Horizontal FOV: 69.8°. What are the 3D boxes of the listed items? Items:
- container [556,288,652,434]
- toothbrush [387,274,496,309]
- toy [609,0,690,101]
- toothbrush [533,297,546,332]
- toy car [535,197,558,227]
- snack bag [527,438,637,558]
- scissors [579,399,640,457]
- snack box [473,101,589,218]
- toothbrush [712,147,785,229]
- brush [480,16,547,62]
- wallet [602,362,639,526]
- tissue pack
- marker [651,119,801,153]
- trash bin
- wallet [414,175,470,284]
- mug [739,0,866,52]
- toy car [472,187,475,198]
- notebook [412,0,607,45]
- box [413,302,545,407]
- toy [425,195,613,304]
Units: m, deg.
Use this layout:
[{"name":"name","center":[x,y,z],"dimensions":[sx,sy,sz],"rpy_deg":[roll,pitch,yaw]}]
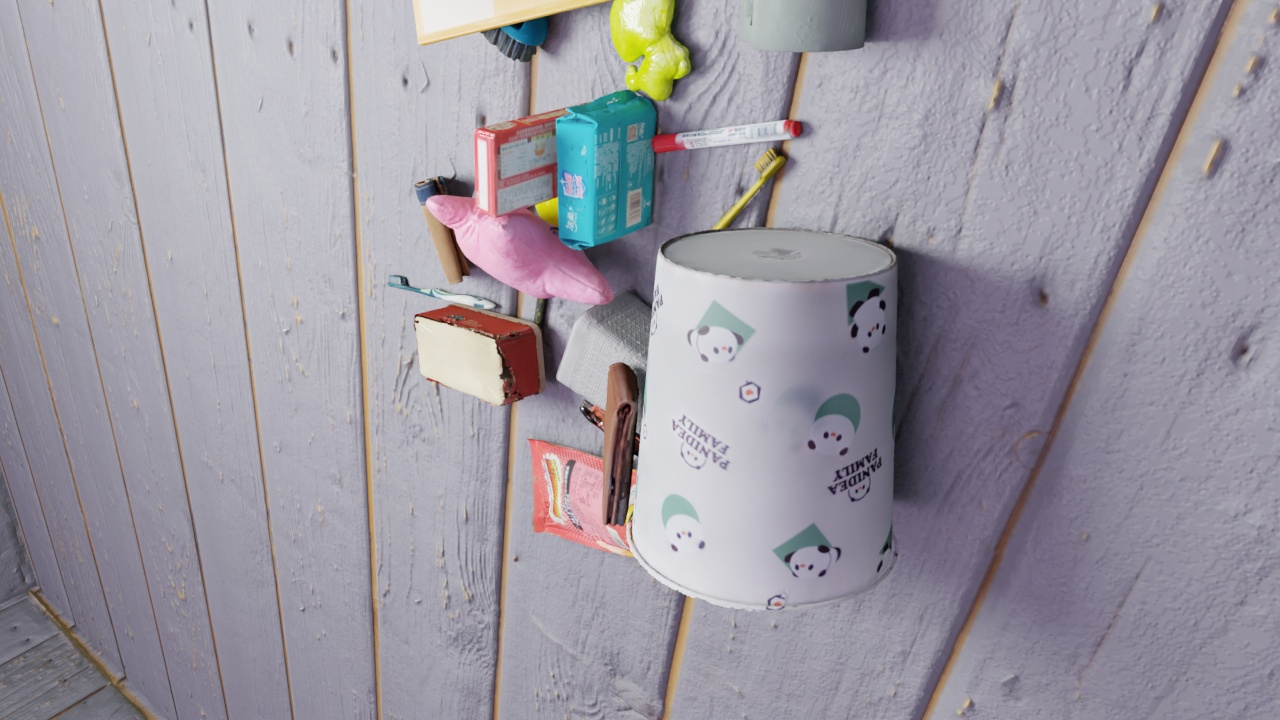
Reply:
[{"name":"container","center":[-0.005,0.005,0.907],"dimensions":[0.114,0.090,0.090],"rpy_deg":[36,130,17]},{"name":"toothbrush","center":[-0.243,-0.083,1.109],"dimensions":[0.192,0.016,0.018],"rpy_deg":[13,109,35]},{"name":"toy","center":[0.005,-0.280,0.794],"dimensions":[0.100,0.031,0.097],"rpy_deg":[52,136,6]},{"name":"toothbrush","center":[-0.118,-0.035,1.027],"dimensions":[0.012,0.017,0.186],"rpy_deg":[39,132,32]},{"name":"toy car","center":[-0.098,-0.182,0.927],"dimensions":[0.048,0.032,0.105],"rpy_deg":[-13,104,42]},{"name":"snack bag","center":[-0.058,0.160,1.048],"dimensions":[0.208,0.073,0.129],"rpy_deg":[9,112,43]},{"name":"scissors","center":[0.016,0.103,0.942],"dimensions":[0.226,0.015,0.189],"rpy_deg":[39,179,-29]},{"name":"snack box","center":[-0.087,-0.185,0.833],"dimensions":[0.025,0.152,0.075],"rpy_deg":[24,125,30]},{"name":"toothbrush","center":[0.068,-0.122,0.831],"dimensions":[0.016,0.015,0.191],"rpy_deg":[53,134,12]},{"name":"brush","center":[-0.138,-0.351,0.859],"dimensions":[0.144,0.055,0.074],"rpy_deg":[51,135,9]},{"name":"wallet","center":[-0.018,0.074,0.823],"dimensions":[0.032,0.101,0.125],"rpy_deg":[4,111,-2]},{"name":"tissue pack","center":[-0.032,-0.173,0.834],"dimensions":[0.050,0.093,0.134],"rpy_deg":[23,124,31]},{"name":"marker","center":[0.071,-0.193,0.792],"dimensions":[0.145,0.017,0.017],"rpy_deg":[4,114,38]},{"name":"trash bin","center":[0.103,0.033,0.746],"dimensions":[0.230,0.228,0.252],"rpy_deg":[15,115,34]},{"name":"wallet","center":[-0.220,-0.146,1.022],"dimensions":[0.090,0.033,0.115],"rpy_deg":[-136,31,-72]},{"name":"mug","center":[0.113,-0.286,0.677],"dimensions":[0.124,0.083,0.103],"rpy_deg":[37,134,53]},{"name":"toy car","center":[-0.155,-0.162,0.981],"dimensions":[0.054,0.036,0.121],"rpy_deg":[38,128,19]},{"name":"notebook","center":[-0.122,-0.373,0.814],"dimensions":[0.207,0.010,0.146],"rpy_deg":[-3,98,24]},{"name":"box","center":[-0.192,-0.005,1.047],"dimensions":[0.168,0.078,0.091],"rpy_deg":[15,116,42]},{"name":"toy","center":[-0.110,-0.106,0.880],"dimensions":[0.194,0.178,0.074],"rpy_deg":[29,90,3]}]
